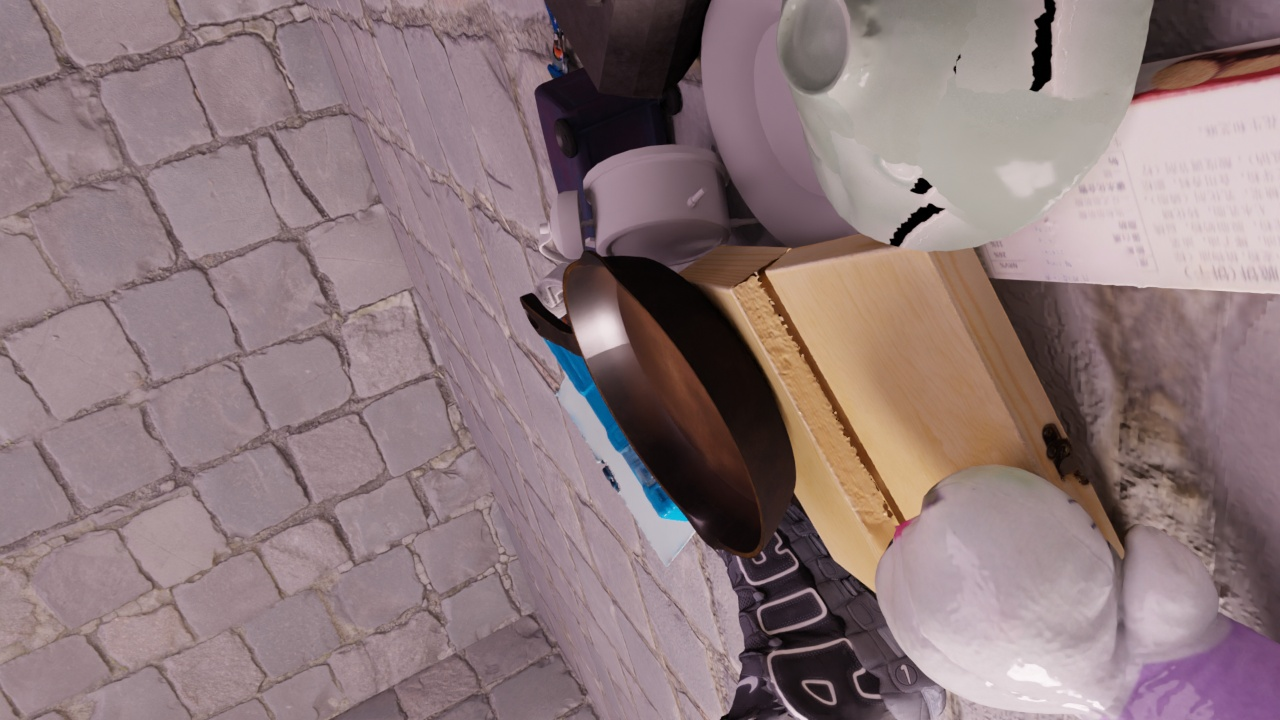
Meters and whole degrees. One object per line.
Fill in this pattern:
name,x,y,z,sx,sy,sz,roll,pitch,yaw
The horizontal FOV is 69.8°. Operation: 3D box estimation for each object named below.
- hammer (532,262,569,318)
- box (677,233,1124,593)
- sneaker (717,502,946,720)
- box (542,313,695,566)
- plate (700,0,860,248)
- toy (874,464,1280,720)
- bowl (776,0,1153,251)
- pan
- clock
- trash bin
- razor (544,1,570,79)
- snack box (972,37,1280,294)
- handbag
hammer,0.028,0.041,0.804,0.315,0.036,0.126,49,161,-7
box,0.139,0.043,0.534,0.247,0.076,0.258,57,159,-14
sneaker,0.104,0.220,0.732,0.252,0.150,0.097,48,155,20
box,-0.011,0.068,0.912,0.243,0.075,0.167,55,165,28
plate,0.090,-0.146,0.545,0.172,0.019,0.173,55,160,31
toy,0.200,0.130,0.397,0.209,0.085,0.138,27,146,25
bowl,0.089,-0.120,0.341,0.174,0.067,0.174,33,130,50
pan,-0.004,0.004,0.672,0.356,0.043,0.249,34,151,55
clock,-0.003,-0.104,0.666,0.160,0.119,0.061,-15,74,33
trash bin,-0.022,-0.149,0.747,0.092,0.093,0.161,48,158,44
razor,-0.079,-0.313,0.816,0.044,0.018,0.141,51,157,48
snack box,0.180,-0.071,0.348,0.076,0.044,0.273,64,164,-16
handbag,-0.028,-0.292,0.555,0.197,0.102,0.200,61,162,15
